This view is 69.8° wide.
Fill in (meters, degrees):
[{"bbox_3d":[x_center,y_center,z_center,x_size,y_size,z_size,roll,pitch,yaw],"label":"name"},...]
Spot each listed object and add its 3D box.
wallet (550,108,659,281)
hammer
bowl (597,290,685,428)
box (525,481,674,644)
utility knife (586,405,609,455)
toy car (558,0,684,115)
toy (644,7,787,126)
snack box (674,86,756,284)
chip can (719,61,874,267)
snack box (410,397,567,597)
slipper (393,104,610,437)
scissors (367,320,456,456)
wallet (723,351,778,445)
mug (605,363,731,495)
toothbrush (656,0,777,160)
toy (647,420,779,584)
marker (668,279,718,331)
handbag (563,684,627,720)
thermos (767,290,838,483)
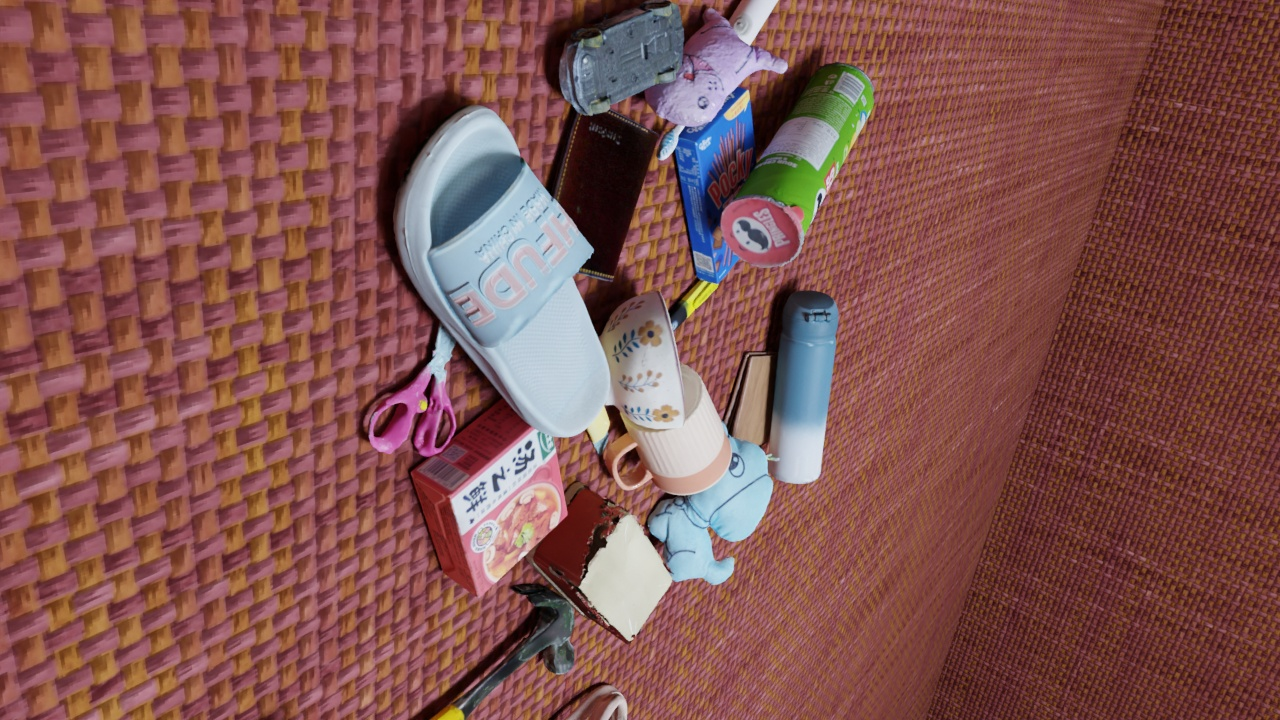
[{"bbox_3d":[-0.033,-0.124,0.682,0.096,0.020,0.122,8,101,-58],"label":"wallet"},{"bbox_3d":[-0.167,0.299,0.741,0.322,0.032,0.126,-35,137,-40],"label":"hammer"},{"bbox_3d":[-0.004,0.004,0.747,0.062,0.113,0.114,-12,130,-5],"label":"bowl"},{"bbox_3d":[-0.025,0.191,0.840,0.091,0.079,0.168,-54,147,-19],"label":"box"},{"bbox_3d":[-0.046,0.031,0.764,0.030,0.019,0.173,-48,143,-21],"label":"utility knife"},{"bbox_3d":[-0.013,-0.211,0.635,0.120,0.037,0.054,-39,137,-38],"label":"toy car"},{"bbox_3d":[0.051,-0.217,0.700,0.107,0.084,0.039,-46,164,-22],"label":"toy"},{"bbox_3d":[0.072,-0.153,0.813,0.084,0.026,0.157,-50,145,-29],"label":"snack box"},{"bbox_3d":[0.147,-0.182,0.826,0.235,0.072,0.072,-58,150,-38],"label":"chip can"},{"bbox_3d":[-0.101,0.094,0.693,0.126,0.044,0.113,-42,141,-36],"label":"snack box"},{"bbox_3d":[-0.073,-0.042,0.593,0.103,0.074,0.245,-49,133,-29],"label":"slipper"},{"bbox_3d":[-0.132,0.007,0.621,0.137,0.017,0.096,-63,148,-14],"label":"scissors"},{"bbox_3d":[0.130,0.046,1.043,0.101,0.020,0.115,-4,111,-58],"label":"wallet"},{"bbox_3d":[0.019,0.071,0.840,0.114,0.081,0.106,-32,139,-6],"label":"mug"},{"bbox_3d":[0.071,-0.252,0.748,0.220,0.027,0.026,-59,170,-12],"label":"toothbrush"},{"bbox_3d":[0.080,0.148,0.963,0.156,0.050,0.161,-19,88,-13],"label":"toy"},{"bbox_3d":[0.032,-0.037,0.841,0.123,0.015,0.018,-47,141,-26],"label":"marker"},{"bbox_3d":[-0.074,0.442,0.945,0.233,0.093,0.194,-46,144,-44],"label":"handbag"},{"bbox_3d":[0.185,0.031,1.045,0.070,0.070,0.221,-25,125,-48],"label":"thermos"}]
